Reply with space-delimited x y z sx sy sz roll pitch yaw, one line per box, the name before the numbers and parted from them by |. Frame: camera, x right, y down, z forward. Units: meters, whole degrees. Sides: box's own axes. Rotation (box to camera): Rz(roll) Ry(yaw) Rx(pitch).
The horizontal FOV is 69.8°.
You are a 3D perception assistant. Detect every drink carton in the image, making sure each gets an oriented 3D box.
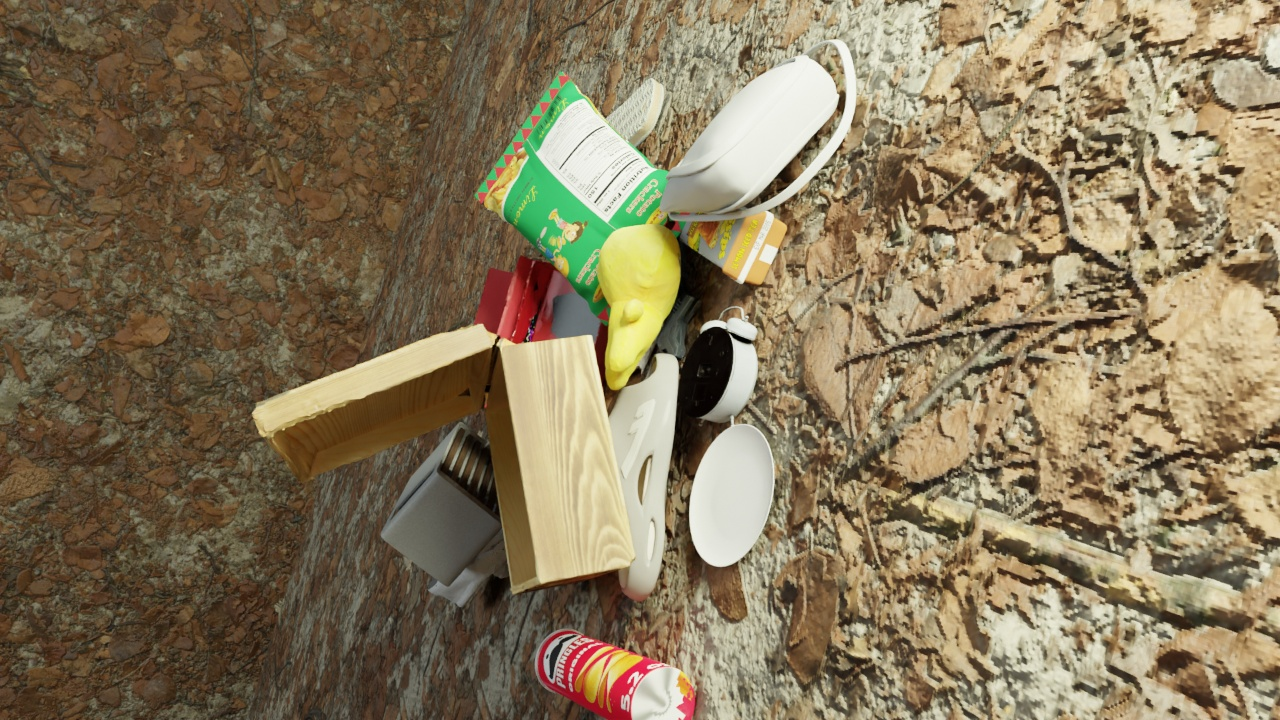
drink carton | 0.095 -0.132 0.963 0.076 0.048 0.125 -66 26 13

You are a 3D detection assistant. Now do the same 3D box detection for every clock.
clock | 0.081 0.005 0.923 0.095 0.035 0.122 -4 70 63

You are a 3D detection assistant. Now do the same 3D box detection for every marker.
marker | -0.007 0.006 1.110 0.027 0.023 0.133 -84 18 -74

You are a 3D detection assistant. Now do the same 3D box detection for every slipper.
slipper | -0.025 -0.313 1.312 0.264 0.052 0.115 -25 51 62
slipper | -0.014 0.115 0.970 0.113 0.080 0.265 120 157 -73
slipper | -0.209 0.272 1.289 0.247 0.074 0.112 -45 27 30

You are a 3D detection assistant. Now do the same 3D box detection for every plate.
plate | 0.087 0.127 0.861 0.135 0.011 0.134 -42 39 47

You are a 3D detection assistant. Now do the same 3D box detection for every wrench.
wrench | 0.042 -0.118 1.091 0.074 0.022 0.272 -42 40 45

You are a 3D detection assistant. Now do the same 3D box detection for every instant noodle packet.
instant noodle packet | -0.069 -0.199 1.124 0.252 0.090 0.196 45 109 15

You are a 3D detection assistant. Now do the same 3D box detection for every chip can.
chip can | -0.032 0.319 0.914 0.221 0.069 0.069 -13 63 61

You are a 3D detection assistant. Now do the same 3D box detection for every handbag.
handbag | 0.107 -0.227 0.952 0.215 0.095 0.223 -48 17 -9

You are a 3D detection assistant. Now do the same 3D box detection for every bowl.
bowl | -0.036 0.053 1.060 0.114 0.026 0.102 -56 -17 -34

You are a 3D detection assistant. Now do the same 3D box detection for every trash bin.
trash bin | -0.261 0.194 1.290 0.114 0.114 0.228 -48 11 8

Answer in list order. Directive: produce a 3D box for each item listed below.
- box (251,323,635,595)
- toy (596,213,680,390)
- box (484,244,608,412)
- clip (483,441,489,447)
box | -0.212 0.108 0.960 0.280 0.334 0.286 124 138 -71
toy | -0.005 -0.070 1.013 0.134 0.092 0.207 108 169 -63
box | -0.128 -0.029 1.165 0.165 0.153 0.213 14 84 24
clip | -0.187 0.104 1.331 0.102 0.057 0.052 -35 69 50
